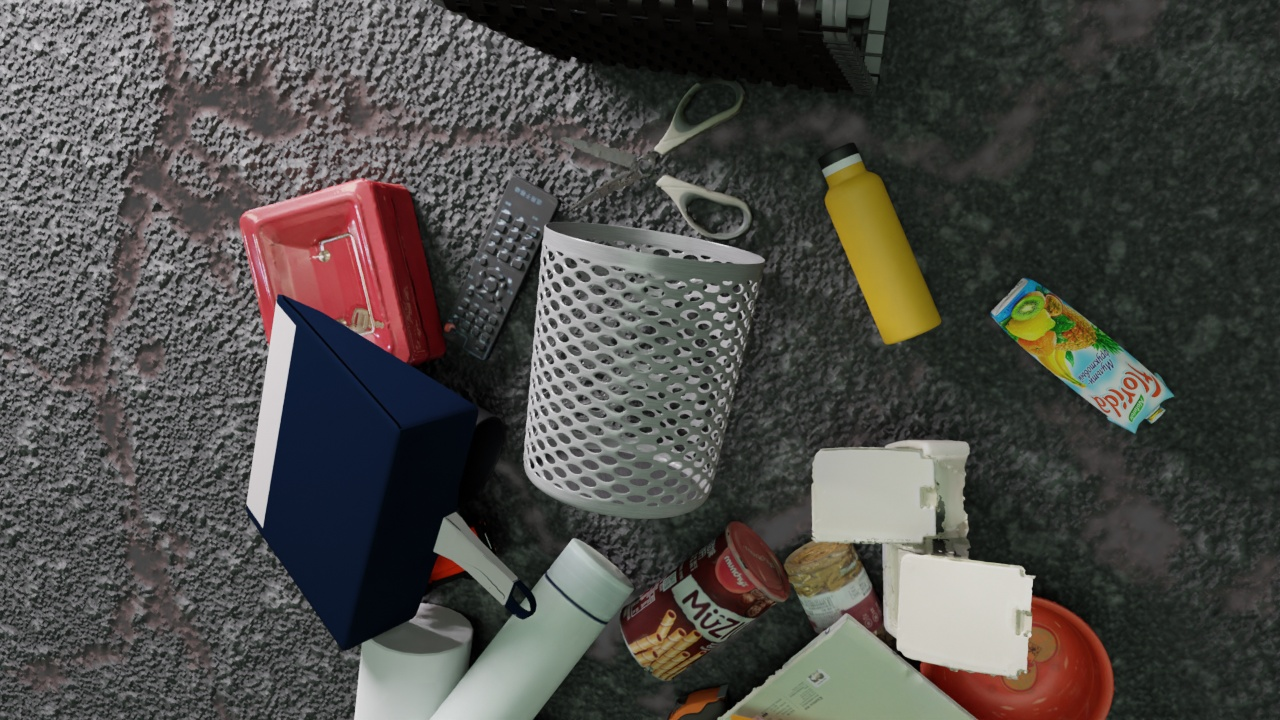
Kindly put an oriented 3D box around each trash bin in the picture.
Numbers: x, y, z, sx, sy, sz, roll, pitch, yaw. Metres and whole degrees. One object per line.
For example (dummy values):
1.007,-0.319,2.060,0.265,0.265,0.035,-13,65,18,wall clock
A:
-0.004,0.004,0.667,0.156,0.156,0.183,12,104,13,trash bin

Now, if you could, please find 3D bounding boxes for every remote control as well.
-0.113,-0.075,0.753,0.047,0.022,0.150,31,107,8,remote control

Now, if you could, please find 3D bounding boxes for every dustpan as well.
-0.194,0.112,0.712,0.273,0.080,0.237,41,126,28,dustpan

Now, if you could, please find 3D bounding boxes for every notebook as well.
0.192,0.321,0.697,0.252,0.010,0.182,39,118,-2,notebook

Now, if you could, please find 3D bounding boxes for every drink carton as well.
0.307,-0.004,0.640,0.129,0.038,0.044,41,106,6,drink carton

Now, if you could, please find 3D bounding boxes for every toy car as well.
-0.169,0.166,0.788,0.100,0.048,0.051,-22,92,17,toy car

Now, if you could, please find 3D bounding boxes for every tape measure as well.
0.050,0.305,0.756,0.059,0.038,0.058,-14,95,16,tape measure

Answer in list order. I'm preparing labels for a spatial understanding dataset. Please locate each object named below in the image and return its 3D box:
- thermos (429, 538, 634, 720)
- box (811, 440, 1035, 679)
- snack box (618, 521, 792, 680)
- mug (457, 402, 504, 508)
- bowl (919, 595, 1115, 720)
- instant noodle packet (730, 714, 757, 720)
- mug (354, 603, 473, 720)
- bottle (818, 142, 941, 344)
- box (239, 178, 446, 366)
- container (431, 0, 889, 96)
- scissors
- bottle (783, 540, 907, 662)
-0.099,0.251,0.737,0.068,0.068,0.230,37,86,7,thermos
0.165,0.121,0.599,0.105,0.187,0.143,1,82,-3,box
0.049,0.190,0.722,0.121,0.072,0.072,-41,87,17,snack box
-0.182,0.079,0.763,0.100,0.084,0.119,24,109,18,mug
0.274,0.227,0.680,0.131,0.045,0.130,2,99,14,bowl
0.148,0.374,0.711,0.160,0.032,0.221,7,116,19,instant noodle packet
-0.205,0.267,0.800,0.121,0.090,0.090,19,105,45,mug
0.169,-0.085,0.662,0.043,0.043,0.143,-23,92,17,bottle
-0.242,-0.061,0.759,0.129,0.087,0.157,-11,92,17,box
0.030,-0.309,0.564,0.244,0.245,0.247,9,100,17,container
0.022,-0.150,0.708,0.157,0.012,0.171,46,107,5,scissors
0.156,0.192,0.701,0.056,0.056,0.105,-25,92,17,bottle
